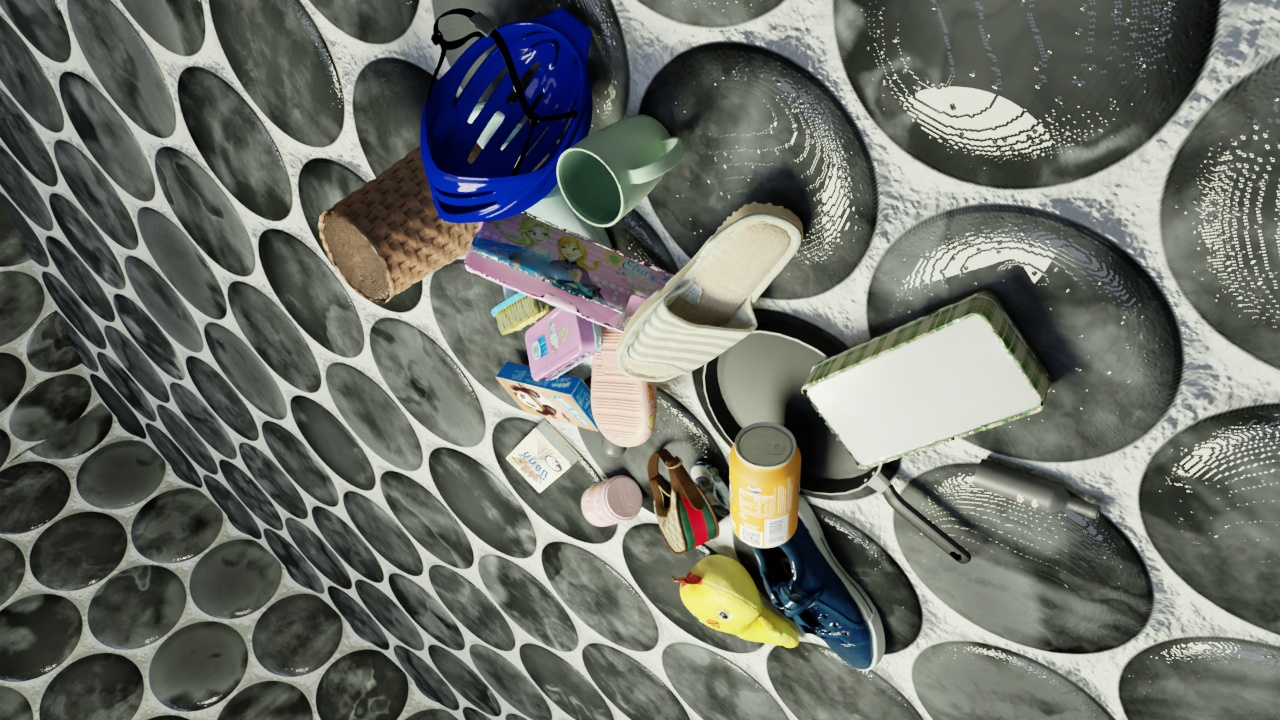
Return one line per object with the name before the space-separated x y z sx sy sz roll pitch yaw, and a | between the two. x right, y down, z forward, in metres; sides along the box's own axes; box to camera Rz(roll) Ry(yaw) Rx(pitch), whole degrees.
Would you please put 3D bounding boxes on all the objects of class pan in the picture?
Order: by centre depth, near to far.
pan | 0.222 0.096 1.013 0.356 0.034 0.226 40 144 9

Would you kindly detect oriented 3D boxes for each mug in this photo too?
mug | -0.009 -0.193 0.902 0.111 0.103 0.084 4 128 44

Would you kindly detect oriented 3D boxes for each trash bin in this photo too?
trash bin | -0.263 -0.169 1.093 0.151 0.209 0.151 28 141 25

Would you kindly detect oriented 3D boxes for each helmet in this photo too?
helmet | -0.144 -0.239 0.880 0.148 0.242 0.227 42 -172 9

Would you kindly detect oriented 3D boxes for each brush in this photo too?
brush | -0.158 -0.084 1.207 0.136 0.055 0.075 -22 86 52

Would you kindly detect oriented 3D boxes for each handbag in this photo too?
handbag | 0.048 0.186 1.230 0.138 0.063 0.167 63 167 10

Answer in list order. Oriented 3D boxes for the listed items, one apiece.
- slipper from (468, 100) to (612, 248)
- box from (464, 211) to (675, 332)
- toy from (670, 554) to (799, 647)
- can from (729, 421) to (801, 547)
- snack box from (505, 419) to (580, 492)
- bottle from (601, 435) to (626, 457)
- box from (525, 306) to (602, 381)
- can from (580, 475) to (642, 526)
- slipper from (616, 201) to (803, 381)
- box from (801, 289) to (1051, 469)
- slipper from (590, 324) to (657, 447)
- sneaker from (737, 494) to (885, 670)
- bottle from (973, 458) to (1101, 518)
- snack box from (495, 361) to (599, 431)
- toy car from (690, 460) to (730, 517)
slipper | -0.117 -0.185 1.047 0.104 0.074 0.245 -10 119 48
box | -0.073 -0.096 0.998 0.230 0.084 0.077 22 179 -7
toy | 0.137 0.348 1.306 0.207 0.092 0.134 45 152 -15
can | 0.141 0.143 1.045 0.079 0.078 0.143 23 140 28
snack box | -0.157 0.154 1.459 0.082 0.026 0.150 46 145 -1
bottle | -0.034 0.090 1.263 0.036 0.036 0.110 30 142 21
box | -0.098 -0.026 1.163 0.215 0.036 0.076 153 107 -65
can | -0.042 0.209 1.362 0.067 0.067 0.076 51 145 -7
slipper | 0.068 -0.056 0.943 0.114 0.054 0.274 13 137 -31
box | 0.263 0.024 0.861 0.117 0.050 0.206 50 134 -10
slipper | -0.007 0.007 1.127 0.093 0.081 0.197 8 106 39
sneaker | 0.209 0.303 1.155 0.121 0.127 0.294 -11 119 51
bottle | 0.382 0.127 0.884 0.113 0.030 0.030 19 136 33
snack box | -0.126 0.050 1.302 0.151 0.034 0.087 11 148 38
toy car | 0.097 0.173 1.220 0.090 0.027 0.039 54 146 -11
